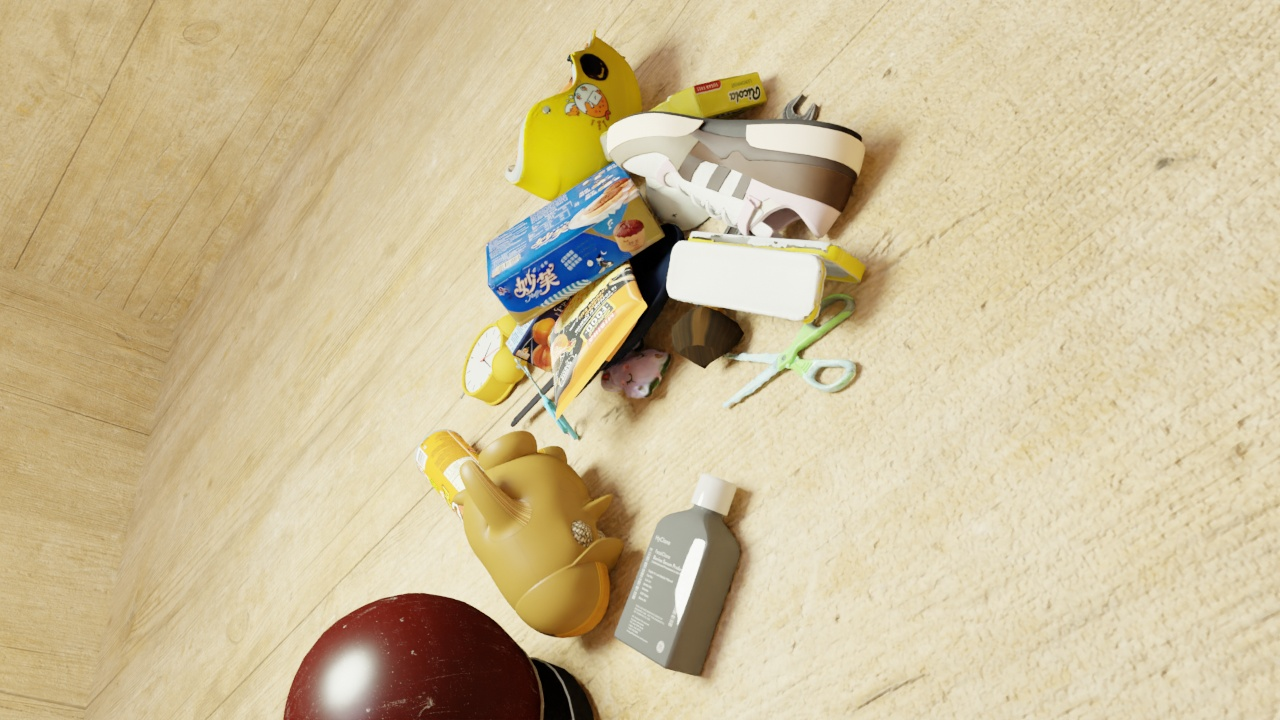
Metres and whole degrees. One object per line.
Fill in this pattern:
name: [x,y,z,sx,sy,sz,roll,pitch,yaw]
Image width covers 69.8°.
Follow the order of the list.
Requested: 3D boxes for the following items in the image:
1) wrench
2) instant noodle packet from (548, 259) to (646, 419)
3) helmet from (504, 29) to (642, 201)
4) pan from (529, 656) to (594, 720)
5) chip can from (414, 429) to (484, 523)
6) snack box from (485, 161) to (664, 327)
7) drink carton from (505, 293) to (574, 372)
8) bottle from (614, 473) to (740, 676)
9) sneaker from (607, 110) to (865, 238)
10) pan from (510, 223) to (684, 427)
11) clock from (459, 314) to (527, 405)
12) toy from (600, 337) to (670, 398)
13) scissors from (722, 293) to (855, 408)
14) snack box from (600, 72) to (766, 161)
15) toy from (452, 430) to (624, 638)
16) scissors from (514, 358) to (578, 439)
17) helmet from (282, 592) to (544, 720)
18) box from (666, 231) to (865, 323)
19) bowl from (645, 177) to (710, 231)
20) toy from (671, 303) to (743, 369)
wrench: [0.120,-0.171,1.016,0.273,0.010,0.070,-61,35,3]
instant noodle packet: [-0.055,-0.043,1.060,0.160,0.032,0.220,-51,22,16]
helmet: [-0.066,-0.309,1.229,0.239,0.139,0.210,-61,7,-23]
pan: [-0.066,0.384,0.873,0.357,0.044,0.203,-24,51,42]
chip can: [-0.224,0.160,1.192,0.215,0.075,0.075,29,92,55]
snack box: [-0.085,-0.146,1.112,0.203,0.069,0.155,-32,26,5]
drink carton: [-0.114,-0.056,1.195,0.130,0.064,0.040,-56,34,10]
bottle: [0.044,0.191,0.851,0.084,0.046,0.173,10,77,54]
sneaker: [0.085,-0.185,0.961,0.294,0.111,0.116,13,91,31]
pan: [-0.058,-0.023,1.115,0.357,0.021,0.198,-45,24,30]
clock: [-0.201,-0.002,1.287,0.152,0.052,0.113,-33,45,41]
toy: [-0.006,0.006,1.044,0.100,0.036,0.080,5,63,54]
scissors: [0.143,-0.007,0.883,0.171,0.028,0.138,2,72,49]
snack box: [0.045,-0.290,1.097,0.181,0.121,0.045,-11,102,50]
toy: [-0.097,0.187,0.961,0.163,0.198,0.203,-35,61,10]
scissors: [-0.102,0.055,1.067,0.015,0.136,0.135,-32,45,0]
helmet: [-0.219,0.345,0.895,0.234,0.253,0.233,-47,43,7]
box: [0.121,-0.086,0.907,0.210,0.080,0.079,15,100,50]
bowl: [0.049,-0.218,1.091,0.114,0.063,0.113,-30,47,37]
toy: [0.072,-0.040,0.961,0.076,0.063,0.099,1,49,18]
